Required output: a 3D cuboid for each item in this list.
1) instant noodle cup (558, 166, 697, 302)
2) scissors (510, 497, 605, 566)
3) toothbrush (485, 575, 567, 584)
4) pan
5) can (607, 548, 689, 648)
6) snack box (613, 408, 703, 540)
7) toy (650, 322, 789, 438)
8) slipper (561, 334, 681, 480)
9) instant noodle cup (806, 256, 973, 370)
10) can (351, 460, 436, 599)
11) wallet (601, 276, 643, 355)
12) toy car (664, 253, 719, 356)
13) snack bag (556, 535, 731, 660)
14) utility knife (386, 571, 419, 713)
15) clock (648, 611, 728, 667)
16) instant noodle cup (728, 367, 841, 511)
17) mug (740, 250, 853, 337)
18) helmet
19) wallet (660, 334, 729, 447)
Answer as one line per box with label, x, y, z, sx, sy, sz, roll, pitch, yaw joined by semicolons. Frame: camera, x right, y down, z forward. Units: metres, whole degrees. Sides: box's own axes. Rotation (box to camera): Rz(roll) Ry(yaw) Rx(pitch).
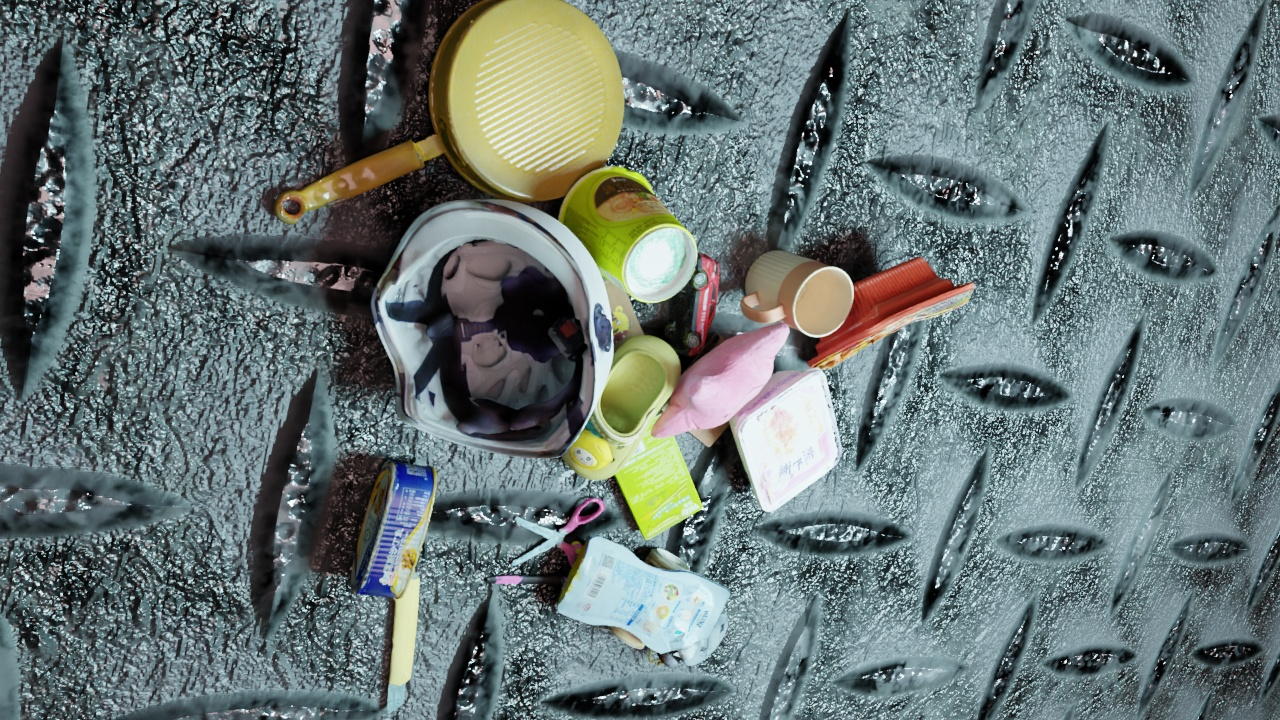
instant noodle cup;-0.006;-0.117;0.898;0.111;0.123;0.112;-16;126;-23
scissors;-0.092;0.207;1.093;0.133;0.017;0.131;33;93;-30
toothbrush;-0.097;0.267;1.111;0.189;0.018;0.014;7;106;-29
pan;-0.176;-0.215;0.873;0.356;0.078;0.198;-33;120;-21
can;0.011;0.298;1.155;0.058;0.058;0.116;30;92;-33
snack box;0.013;0.137;1.111;0.085;0.026;0.156;-28;119;-9
toy;0.094;0.027;1.048;0.194;0.179;0.074;-34;78;-32
slipper;-0.031;0.056;0.999;0.091;0.081;0.191;37;112;5
instant noodle cup;0.293;-0.060;1.129;0.164;0.189;0.079;-22;82;-21
can;-0.258;0.177;0.957;0.049;0.074;0.148;14;100;-28
wallet;-0.050;-0.049;1.011;0.090;0.033;0.115;-33;124;-15
toy car;0.061;-0.064;1.050;0.045;0.053;0.121;0;107;-31
snack bag;0.004;0.289;1.104;0.191;0.039;0.110;24;91;-11
utility knife;-0.269;0.317;1.035;0.031;0.020;0.188;2;101;-25
clock;0.059;0.353;1.188;0.121;0.055;0.082;-27;135;-32
instant noodle cup;0.175;0.091;1.155;0.138;0.060;0.173;-33;131;-14
mug;0.170;-0.075;1.073;0.114;0.106;0.082;-24;118;-19
helmet;-0.123;-0.041;0.885;0.229;0.145;0.259;6;113;16
wallet;0.089;0.039;1.125;0.115;0.020;0.101;-50;124;0
